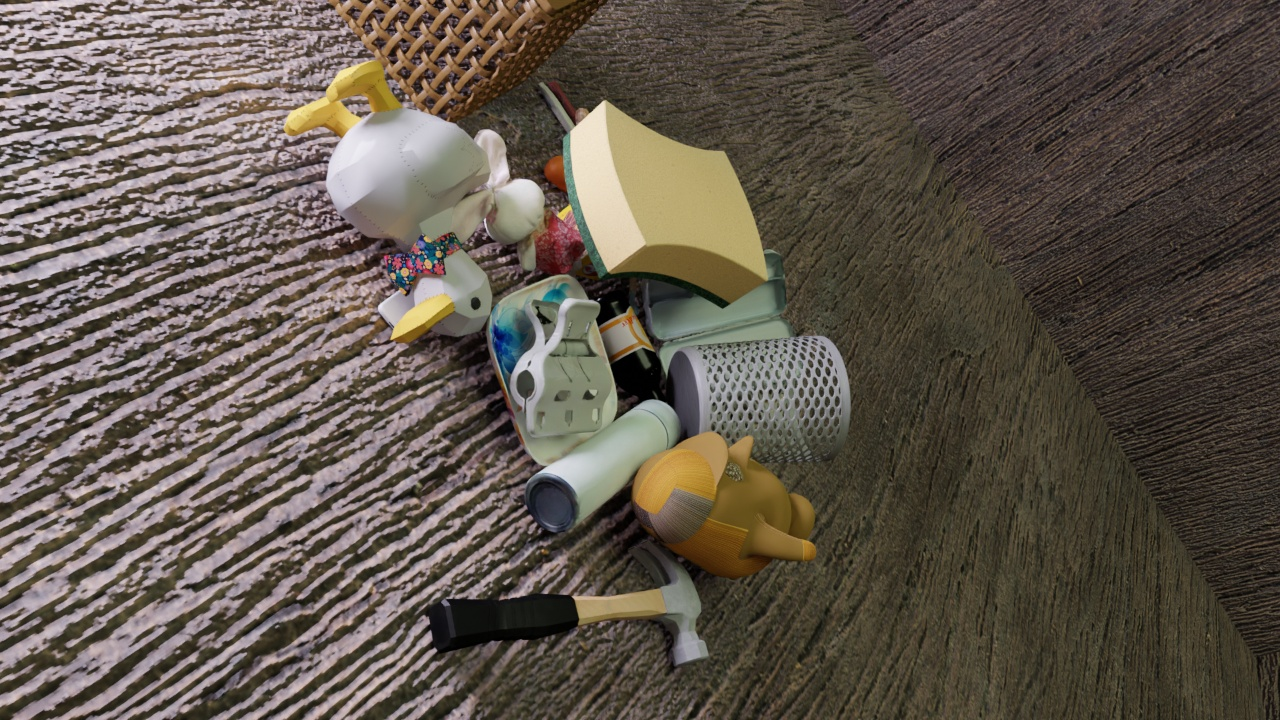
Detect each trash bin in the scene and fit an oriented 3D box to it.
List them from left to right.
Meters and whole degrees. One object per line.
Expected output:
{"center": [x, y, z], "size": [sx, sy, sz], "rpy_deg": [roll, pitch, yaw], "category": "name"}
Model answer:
{"center": [0.136, 0.051, 1.121], "size": [0.183, 0.157, 0.156], "rpy_deg": [-2, 61, -15], "category": "trash bin"}

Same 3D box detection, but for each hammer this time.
{"center": [-0.058, 0.243, 0.888], "size": [0.327, 0.039, 0.131], "rpy_deg": [10, 55, -47], "category": "hammer"}

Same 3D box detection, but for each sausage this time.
{"center": [-0.061, -0.212, 1.230], "size": [0.164, 0.039, 0.044], "rpy_deg": [41, 44, -23], "category": "sausage"}

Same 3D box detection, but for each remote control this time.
{"center": [-0.217, -0.069, 0.953], "size": [0.045, 0.008, 0.146], "rpy_deg": [51, 35, -11], "category": "remote control"}

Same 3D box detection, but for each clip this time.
{"center": [-0.081, 0.006, 0.955], "size": [0.124, 0.074, 0.143], "rpy_deg": [-1, 87, -60], "category": "clip"}

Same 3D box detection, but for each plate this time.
{"center": [-0.095, 0.008, 0.998], "size": [0.186, 0.016, 0.187], "rpy_deg": [-33, 109, -56], "category": "plate"}

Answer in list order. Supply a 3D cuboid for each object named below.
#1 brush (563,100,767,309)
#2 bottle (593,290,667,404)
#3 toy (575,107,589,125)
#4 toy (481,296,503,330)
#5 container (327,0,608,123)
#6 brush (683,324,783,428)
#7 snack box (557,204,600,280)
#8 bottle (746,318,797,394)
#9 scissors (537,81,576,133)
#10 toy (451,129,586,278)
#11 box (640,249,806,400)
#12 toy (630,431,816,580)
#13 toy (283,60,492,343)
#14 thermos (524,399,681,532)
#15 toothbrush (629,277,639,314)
{"center": [0.032, -0.179, 1.097], "size": [0.249, 0.075, 0.195], "rpy_deg": [9, 58, -45], "category": "brush"}
{"center": [-0.007, 0.006, 1.112], "size": [0.059, 0.059, 0.181], "rpy_deg": [-20, 80, -55], "category": "bottle"}
{"center": [-0.061, -0.282, 1.258], "size": [0.085, 0.074, 0.106], "rpy_deg": [17, 84, -1], "category": "toy"}
{"center": [-0.151, -0.049, 0.990], "size": [0.055, 0.042, 0.101], "rpy_deg": [26, 16, 22], "category": "toy"}
{"center": [-0.191, -0.461, 1.103], "size": [0.219, 0.215, 0.250], "rpy_deg": [50, 35, -12], "category": "container"}
{"center": [0.110, -0.029, 1.286], "size": [0.271, 0.057, 0.083], "rpy_deg": [58, 32, -2], "category": "brush"}
{"center": [-0.048, -0.164, 1.150], "size": [0.061, 0.106, 0.083], "rpy_deg": [12, 55, -46], "category": "snack box"}
{"center": [0.179, -0.008, 1.270], "size": [0.040, 0.040, 0.130], "rpy_deg": [-9, 72, -53], "category": "bottle"}
{"center": [-0.079, -0.316, 1.311], "size": [0.188, 0.015, 0.146], "rpy_deg": [36, 40, -32], "category": "scissors"}
{"center": [-0.137, -0.161, 1.064], "size": [0.194, 0.084, 0.158], "rpy_deg": [35, 60, -35], "category": "toy"}
{"center": [0.112, -0.044, 1.219], "size": [0.209, 0.061, 0.192], "rpy_deg": [-15, 96, -18], "category": "box"}
{"center": [0.078, 0.153, 1.007], "size": [0.203, 0.199, 0.162], "rpy_deg": [25, 90, -41], "category": "toy"}
{"center": [-0.220, -0.156, 0.906], "size": [0.267, 0.141, 0.245], "rpy_deg": [55, 37, -18], "category": "toy"}
{"center": [-0.034, 0.108, 0.994], "size": [0.068, 0.068, 0.229], "rpy_deg": [59, 35, 1], "category": "thermos"}
{"center": [-0.010, -0.120, 1.245], "size": [0.022, 0.016, 0.154], "rpy_deg": [9, 50, -8], "category": "toothbrush"}
